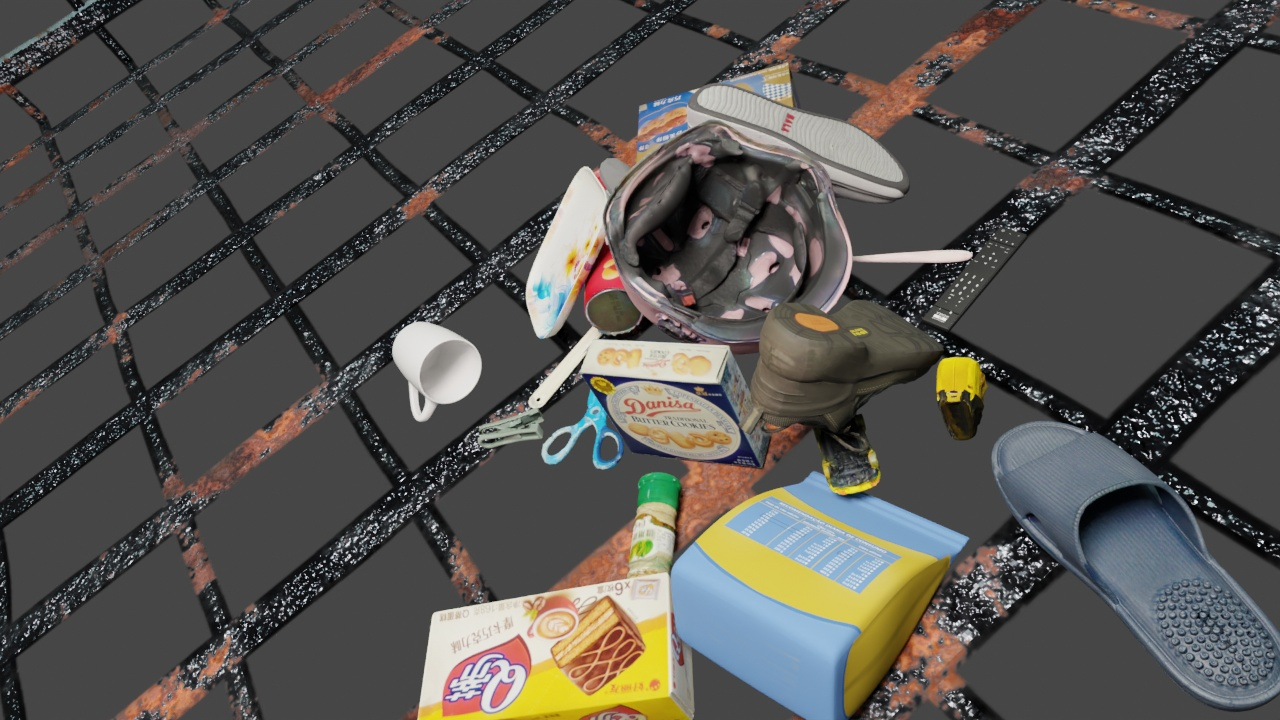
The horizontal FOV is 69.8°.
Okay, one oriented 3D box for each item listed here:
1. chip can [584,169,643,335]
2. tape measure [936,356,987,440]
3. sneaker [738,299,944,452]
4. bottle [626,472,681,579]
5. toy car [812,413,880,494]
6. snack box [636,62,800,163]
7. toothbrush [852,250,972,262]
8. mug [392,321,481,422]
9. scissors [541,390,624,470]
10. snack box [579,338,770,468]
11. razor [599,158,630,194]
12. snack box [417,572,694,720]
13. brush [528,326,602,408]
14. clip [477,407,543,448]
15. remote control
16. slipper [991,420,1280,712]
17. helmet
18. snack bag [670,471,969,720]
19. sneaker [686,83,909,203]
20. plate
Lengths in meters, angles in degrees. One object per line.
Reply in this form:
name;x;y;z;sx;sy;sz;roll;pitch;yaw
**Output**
chip can;-0.032;-0.134;1.085;0.073;0.073;0.232;-16;44;13
tape measure;0.285;0.028;0.811;0.037;0.065;0.064;-3;50;28
sneaker;0.177;0.029;0.818;0.101;0.237;0.143;41;120;37
bottle;0.012;0.160;0.852;0.043;0.043;0.110;-8;51;21
toy car;0.187;0.082;0.834;0.049;0.030;0.106;-16;30;12
snack box;0.101;-0.278;1.160;0.203;0.069;0.154;-12;49;17
toothbrush;0.258;-0.111;0.977;0.181;0.018;0.015;2;54;27
mug;-0.252;0.014;1.092;0.088;0.080;0.114;29;100;46
scissors;-0.040;0.064;0.982;0.114;0.013;0.140;19;61;37
snack box;0.035;0.042;0.868;0.145;0.145;0.042;4;55;29
razor;0.013;-0.174;1.064;0.057;0.156;0.060;-57;9;-24
snack box;-0.073;0.263;0.792;0.230;0.062;0.109;-13;48;15
brush;-0.057;-0.027;1.066;0.033;0.012;0.217;24;66;38
clip;-0.142;0.083;1.008;0.078;0.023;0.049;-23;45;4
remote control;0.335;-0.082;0.919;0.140;0.009;0.030;-46;48;-15
slipper;0.364;0.126;0.679;0.101;0.082;0.263;-28;46;-1
helmet;0.089;-0.105;0.956;0.255;0.153;0.229;30;69;16
snack bag;0.148;0.172;0.746;0.159;0.102;0.204;22;42;38
sneaker;0.168;-0.212;1.042;0.263;0.129;0.096;18;48;1
plate;-0.084;-0.127;1.078;0.187;0.016;0.187;-62;24;19
